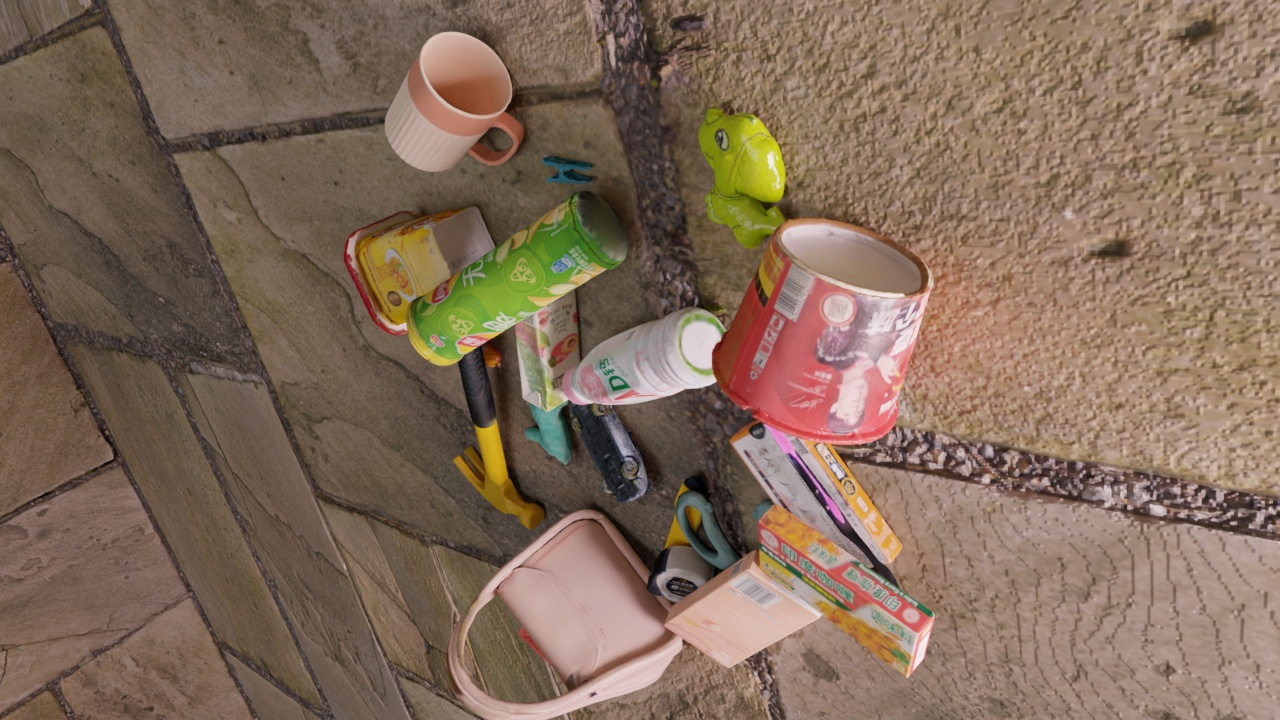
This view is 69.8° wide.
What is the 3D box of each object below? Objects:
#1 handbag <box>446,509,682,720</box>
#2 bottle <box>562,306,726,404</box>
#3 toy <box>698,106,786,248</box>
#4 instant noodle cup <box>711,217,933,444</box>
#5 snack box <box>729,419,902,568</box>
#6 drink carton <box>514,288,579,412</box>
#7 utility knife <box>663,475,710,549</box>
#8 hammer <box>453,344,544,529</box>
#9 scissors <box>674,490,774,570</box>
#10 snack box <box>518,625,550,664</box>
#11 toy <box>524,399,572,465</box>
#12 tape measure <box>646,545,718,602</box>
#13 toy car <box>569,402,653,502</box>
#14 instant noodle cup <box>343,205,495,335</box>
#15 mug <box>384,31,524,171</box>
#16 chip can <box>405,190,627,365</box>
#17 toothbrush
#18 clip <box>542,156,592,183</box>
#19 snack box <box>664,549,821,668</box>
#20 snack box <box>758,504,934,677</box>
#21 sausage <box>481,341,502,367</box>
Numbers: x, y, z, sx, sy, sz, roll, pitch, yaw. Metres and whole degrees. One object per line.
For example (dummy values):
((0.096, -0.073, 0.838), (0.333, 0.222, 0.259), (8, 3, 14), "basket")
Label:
((-0.089, 0.281, 0.957), (0.193, 0.233, 0.094), (45, 141, 28), "handbag")
((-0.005, 0.005, 0.828), (0.197, 0.068, 0.068), (-18, 103, 53), "bottle")
((0.077, -0.135, 0.675), (0.096, 0.031, 0.100), (42, 143, 16), "toy")
((0.128, -0.025, 0.625), (0.138, 0.137, 0.109), (33, 127, 25), "instant noodle cup")
((0.147, 0.112, 0.778), (0.153, 0.026, 0.075), (54, 140, 1), "snack box")
((-0.093, -0.015, 0.909), (0.045, 0.053, 0.123), (25, 131, 34), "drink carton")
((0.038, 0.189, 0.948), (0.033, 0.015, 0.217), (39, 138, 24), "utility knife")
((-0.179, 0.066, 1.046), (0.129, 0.032, 0.301), (27, 140, 30), "hammer")
((0.091, 0.185, 0.881), (0.171, 0.019, 0.177), (19, 134, 23), "scissors")
((-0.055, 0.307, 1.046), (0.113, 0.126, 0.044), (37, 122, 20), "snack box")
((-0.100, 0.070, 0.995), (0.097, 0.030, 0.092), (11, 121, 47), "toy")
((0.046, 0.218, 0.930), (0.066, 0.033, 0.066), (21, 136, -4), "tape measure")
((-0.030, 0.086, 0.931), (0.120, 0.036, 0.054), (60, 142, 10), "toy car")
((-0.217, -0.099, 0.939), (0.124, 0.115, 0.116), (-11, 109, 36), "instant noodle cup")
((-0.163, -0.220, 0.828), (0.114, 0.081, 0.106), (33, 147, -20), "mug")
((-0.112, -0.071, 0.820), (0.222, 0.072, 0.072), (-28, 95, 28), "chip can")
((0.151, 0.117, 0.745), (0.189, 0.014, 0.018), (53, 149, 1), "toothbrush")
((-0.064, -0.167, 0.807), (0.057, 0.014, 0.047), (16, 125, 36), "clip")
((0.097, 0.243, 0.885), (0.084, 0.026, 0.158), (35, 136, -7), "snack box")
((0.165, 0.188, 0.759), (0.156, 0.027, 0.077), (33, 150, 33), "snack box")
((-0.213, -0.045, 1.032), (0.165, 0.021, 0.022), (41, 138, 17), "sausage")
